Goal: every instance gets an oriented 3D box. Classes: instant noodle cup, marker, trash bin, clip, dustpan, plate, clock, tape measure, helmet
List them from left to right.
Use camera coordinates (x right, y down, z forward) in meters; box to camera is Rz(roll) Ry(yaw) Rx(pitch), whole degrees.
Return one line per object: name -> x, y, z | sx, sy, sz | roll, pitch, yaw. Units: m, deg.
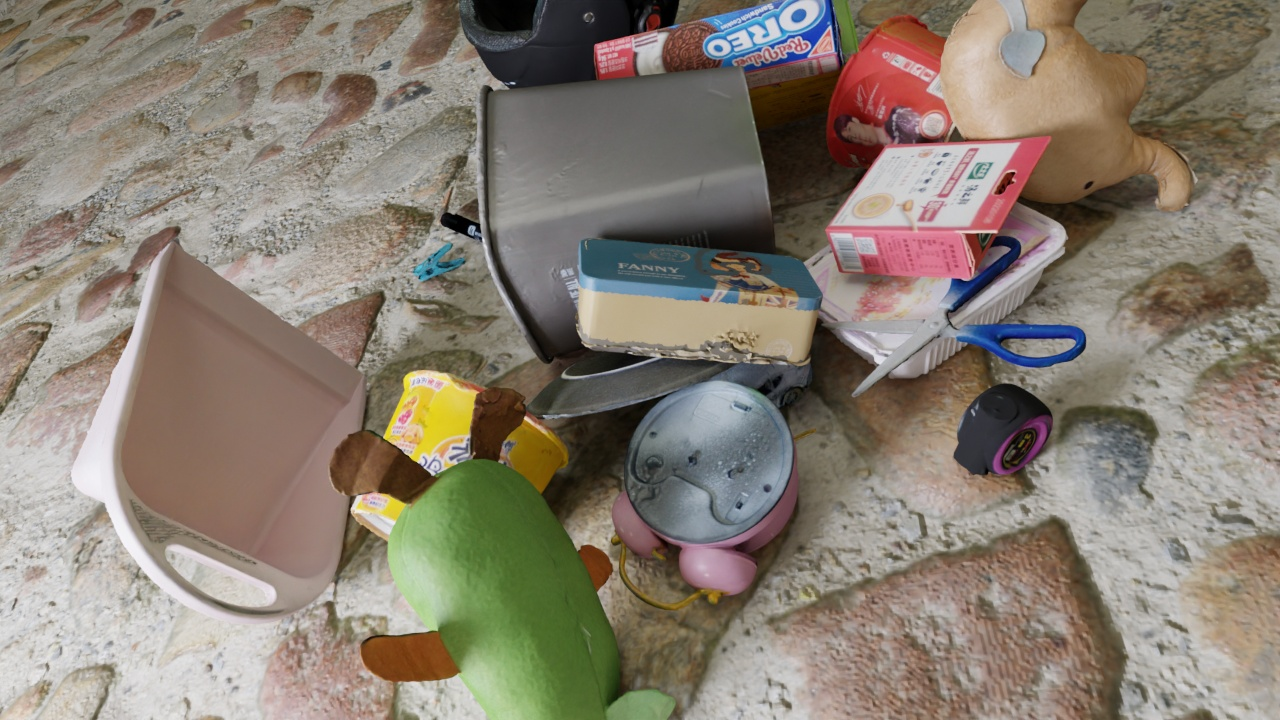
dustpan -> -0.303, 0.062, 0.722 | 0.139, 0.222, 0.272 | -5, 58, 38
clip -> -0.216, -0.103, 0.975 | 0.055, 0.038, 0.013 | -27, 40, 8
instant noodle cup -> -0.138, 0.089, 0.675 | 0.138, 0.138, 0.109 | 10, 60, 32
marker -> -0.172, -0.138, 0.991 | 0.022, 0.020, 0.132 | -20, 32, -39
helmet -> -0.070, -0.416, 1.059 | 0.274, 0.230, 0.233 | -31, 58, -4
trash bin -> -0.005, -0.128, 0.773 | 0.220, 0.199, 0.198 | -9, 60, 7
plate -> -0.004, 0.004, 0.701 | 0.179, 0.024, 0.179 | -15, 8, 2
clock -> 0.043, 0.093, 0.622 | 0.117, 0.060, 0.158 | 23, 71, 32
instant noodle cup -> 0.216, -0.058, 0.700 | 0.173, 0.060, 0.138 | -33, 43, -10
instant noodle cup -> 0.244, -0.211, 0.788 | 0.137, 0.138, 0.108 | -41, 54, -16
tape measure -> 0.233, 0.043, 0.594 | 0.057, 0.057, 0.039 | -8, 36, -29

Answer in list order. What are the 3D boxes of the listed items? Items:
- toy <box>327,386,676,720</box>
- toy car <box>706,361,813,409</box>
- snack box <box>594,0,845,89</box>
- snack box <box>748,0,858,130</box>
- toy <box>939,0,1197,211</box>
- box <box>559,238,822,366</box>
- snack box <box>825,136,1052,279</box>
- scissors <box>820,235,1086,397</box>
toy -> -0.085, 0.139, 0.565 | 0.090, 0.226, 0.246 | -35, 77, 33
toy car -> 0.075, 0.026, 0.703 | 0.120, 0.037, 0.054 | -36, 45, -5
snack box -> 0.067, -0.261, 0.789 | 0.208, 0.058, 0.057 | -7, 90, 16
snack box -> 0.106, -0.273, 0.891 | 0.210, 0.157, 0.070 | -12, 89, 15
toy -> 0.319, -0.183, 0.691 | 0.143, 0.226, 0.082 | -40, 18, 13
box -> 0.032, -0.043, 0.653 | 0.184, 0.059, 0.089 | 5, 26, -9
snack box -> 0.217, -0.110, 0.661 | 0.127, 0.044, 0.113 | 9, 48, 41
scissors -> 0.212, -0.028, 0.621 | 0.176, 0.012, 0.162 | 14, 58, 35
